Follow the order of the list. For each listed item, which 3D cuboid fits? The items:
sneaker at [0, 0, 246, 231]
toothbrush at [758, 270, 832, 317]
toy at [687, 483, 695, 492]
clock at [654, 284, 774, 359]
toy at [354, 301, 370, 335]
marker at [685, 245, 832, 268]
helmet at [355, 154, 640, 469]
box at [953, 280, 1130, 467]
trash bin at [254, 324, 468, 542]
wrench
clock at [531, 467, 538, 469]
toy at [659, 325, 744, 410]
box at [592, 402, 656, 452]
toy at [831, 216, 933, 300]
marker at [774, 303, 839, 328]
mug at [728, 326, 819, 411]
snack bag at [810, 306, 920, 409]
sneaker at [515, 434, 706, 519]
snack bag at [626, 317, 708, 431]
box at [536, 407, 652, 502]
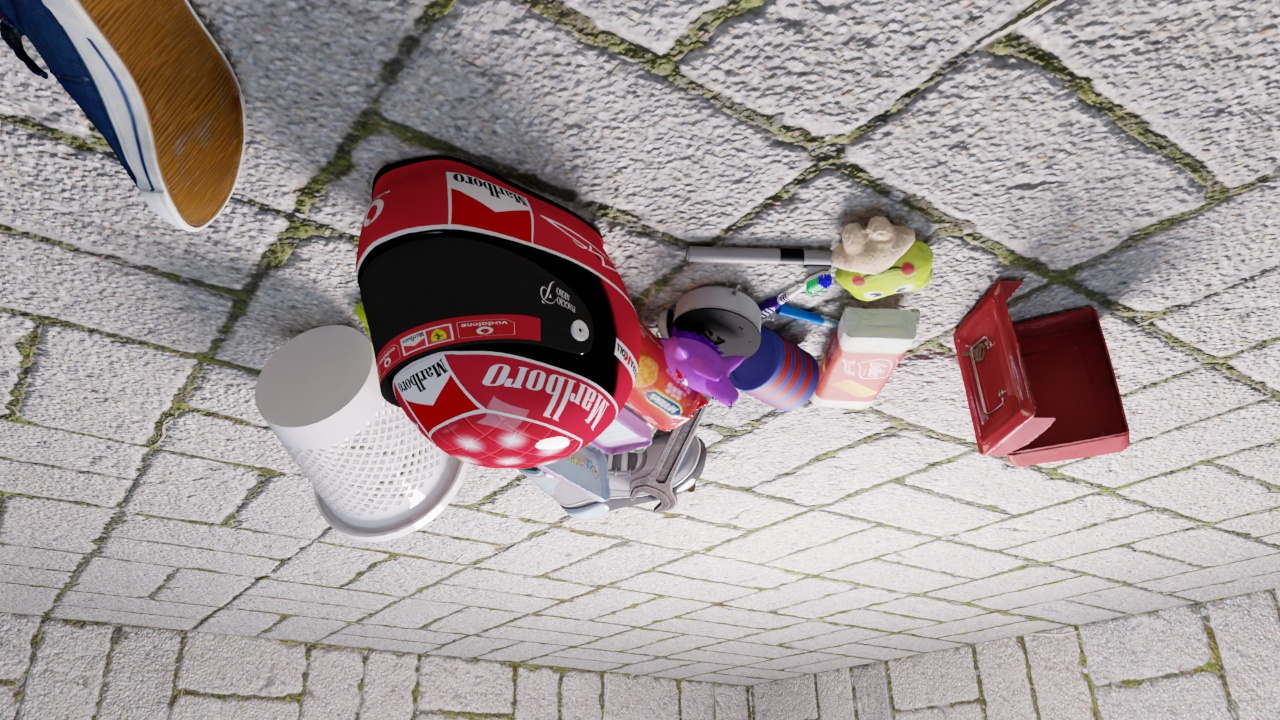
[{"bbox_3d":[-0.364,-0.198,0.608,0.127,0.120,0.295,20,151,9],"label":"sneaker"},{"bbox_3d":[0.128,-0.052,0.972,0.015,0.016,0.187,25,143,-34],"label":"toothbrush"},{"bbox_3d":[0.035,0.171,1.375,0.055,0.041,0.102,-34,135,12],"label":"toy"},{"bbox_3d":[0.071,-0.035,0.966,0.123,0.035,0.094,-19,136,38],"label":"clock"},{"bbox_3d":[-0.246,-0.040,0.966,0.094,0.036,0.093,-18,140,26],"label":"toy"},{"bbox_3d":[0.114,-0.100,0.878,0.140,0.016,0.016,1,153,-4],"label":"marker"},{"bbox_3d":[-0.123,-0.020,0.805,0.198,0.224,0.270,-24,146,38],"label":"helmet"},{"bbox_3d":[0.432,0.020,0.972,0.165,0.157,0.152,2,155,-11],"label":"box"},{"bbox_3d":[-0.322,0.073,1.041,0.196,0.195,0.200,-6,143,11],"label":"trash bin"},{"bbox_3d":[0.049,0.105,1.173,0.070,0.010,0.274,18,129,-6],"label":"wrench"},{"bbox_3d":[-0.121,0.089,1.156,0.042,0.091,0.121,-7,163,-10],"label":"clock"},{"bbox_3d":[0.061,0.002,0.938,0.088,0.056,0.106,31,180,-15],"label":"toy"},{"bbox_3d":[-0.029,0.052,1.135,0.117,0.049,0.206,8,150,-8],"label":"box"},{"bbox_3d":[0.224,-0.096,0.860,0.092,0.043,0.118,-12,149,23],"label":"toy"},{"bbox_3d":[0.207,-0.040,1.000,0.141,0.013,0.013,13,150,-25],"label":"marker"},{"bbox_3d":[0.134,0.011,1.040,0.112,0.075,0.076,-4,158,45],"label":"mug"},{"bbox_3d":[0.247,0.002,1.034,0.077,0.041,0.225,3,160,2],"label":"snack bag"},{"bbox_3d":[-0.048,0.135,1.266,0.257,0.092,0.160,-21,138,32],"label":"sneaker"},{"bbox_3d":[-0.006,0.006,0.982,0.082,0.082,0.176,-21,130,33],"label":"snack bag"},{"bbox_3d":[-0.075,0.092,1.064,0.090,0.092,0.214,-14,147,29],"label":"box"}]
